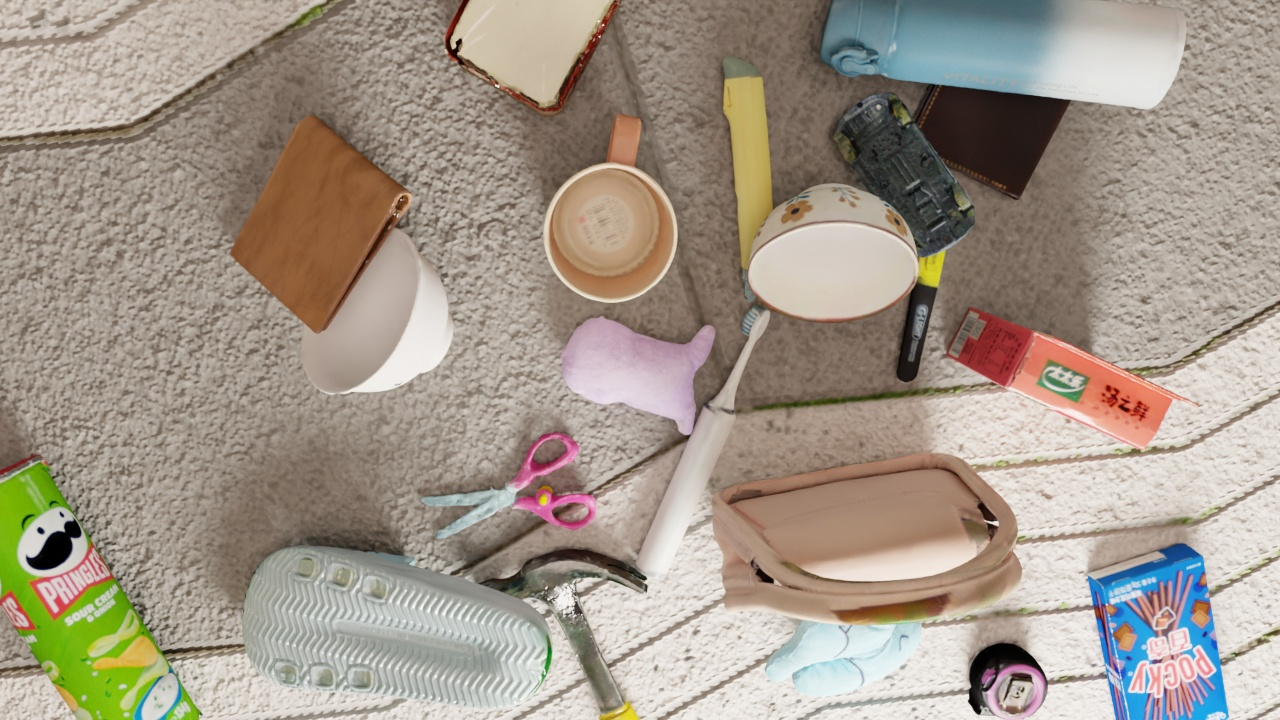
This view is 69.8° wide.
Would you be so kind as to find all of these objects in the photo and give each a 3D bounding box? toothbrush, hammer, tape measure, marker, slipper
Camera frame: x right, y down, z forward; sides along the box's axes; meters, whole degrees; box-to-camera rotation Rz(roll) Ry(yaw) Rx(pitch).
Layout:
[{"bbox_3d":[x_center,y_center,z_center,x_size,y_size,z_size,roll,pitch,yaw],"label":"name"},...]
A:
[{"bbox_3d":[0.048,0.062,0.686,0.026,0.026,0.221,10,106,-49],"label":"toothbrush"},{"bbox_3d":[-0.012,0.294,0.733,0.126,0.032,0.323,-22,103,2],"label":"hammer"},{"bbox_3d":[0.297,0.261,0.741,0.057,0.039,0.058,6,102,-5],"label":"tape measure"},{"bbox_3d":[0.208,-0.044,0.678,0.018,0.015,0.124,9,101,1],"label":"marker"},{"bbox_3d":[-0.178,0.191,0.675,0.245,0.074,0.104,7,94,12],"label":"slipper"}]

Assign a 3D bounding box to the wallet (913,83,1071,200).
[{"bbox_3d":[0.254,-0.189,0.648,0.096,0.020,0.122,24,101,-3],"label":"wallet"}]

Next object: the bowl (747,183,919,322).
[{"bbox_3d":[0.130,-0.081,0.632,0.113,0.114,0.062,7,59,-5],"label":"bowl"}]

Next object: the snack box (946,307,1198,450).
[{"bbox_3d":[0.293,0.013,0.640,0.113,0.127,0.044,23,100,-8],"label":"snack box"}]

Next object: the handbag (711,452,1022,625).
[{"bbox_3d":[0.152,0.125,0.600,0.193,0.234,0.093,-11,89,-3],"label":"handbag"}]

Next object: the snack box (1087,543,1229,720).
[{"bbox_3d":[0.424,0.235,0.750,0.084,0.026,0.157,-17,103,0],"label":"snack box"}]

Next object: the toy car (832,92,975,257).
[{"bbox_3d":[0.185,-0.130,0.643,0.054,0.036,0.120,-34,92,23],"label":"toy car"}]

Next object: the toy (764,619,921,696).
[{"bbox_3d":[0.156,0.218,0.689,0.161,0.049,0.157,-12,143,-23],"label":"toy"}]

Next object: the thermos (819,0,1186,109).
[{"bbox_3d":[0.230,-0.209,0.603,0.220,0.070,0.070,8,102,5],"label":"thermos"}]

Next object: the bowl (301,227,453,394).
[{"bbox_3d":[-0.168,-0.025,0.627,0.064,0.118,0.118,27,102,-49],"label":"bowl"}]

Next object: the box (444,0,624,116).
[{"bbox_3d":[-0.050,-0.247,0.583,0.091,0.079,0.168,29,100,-9],"label":"box"}]

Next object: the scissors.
[{"bbox_3d":[-0.102,0.094,0.691,0.137,0.017,0.096,-1,104,0],"label":"scissors"}]

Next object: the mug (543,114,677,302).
[{"bbox_3d":[-0.019,-0.103,0.604,0.081,0.106,0.114,8,102,-6],"label":"mug"}]

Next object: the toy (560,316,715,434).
[{"bbox_3d":[-0.004,0.004,0.663,0.108,0.039,0.084,14,102,-4],"label":"toy"}]

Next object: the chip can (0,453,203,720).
[{"bbox_3d":[-0.407,0.185,0.663,0.072,0.072,0.236,-24,104,2],"label":"chip can"}]

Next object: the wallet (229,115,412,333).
[{"bbox_3d":[-0.217,-0.091,0.616,0.101,0.020,0.115,39,101,20],"label":"wallet"}]

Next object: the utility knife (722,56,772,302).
[{"bbox_3d":[0.078,-0.126,0.651,0.031,0.019,0.173,-6,102,2],"label":"utility knife"}]
